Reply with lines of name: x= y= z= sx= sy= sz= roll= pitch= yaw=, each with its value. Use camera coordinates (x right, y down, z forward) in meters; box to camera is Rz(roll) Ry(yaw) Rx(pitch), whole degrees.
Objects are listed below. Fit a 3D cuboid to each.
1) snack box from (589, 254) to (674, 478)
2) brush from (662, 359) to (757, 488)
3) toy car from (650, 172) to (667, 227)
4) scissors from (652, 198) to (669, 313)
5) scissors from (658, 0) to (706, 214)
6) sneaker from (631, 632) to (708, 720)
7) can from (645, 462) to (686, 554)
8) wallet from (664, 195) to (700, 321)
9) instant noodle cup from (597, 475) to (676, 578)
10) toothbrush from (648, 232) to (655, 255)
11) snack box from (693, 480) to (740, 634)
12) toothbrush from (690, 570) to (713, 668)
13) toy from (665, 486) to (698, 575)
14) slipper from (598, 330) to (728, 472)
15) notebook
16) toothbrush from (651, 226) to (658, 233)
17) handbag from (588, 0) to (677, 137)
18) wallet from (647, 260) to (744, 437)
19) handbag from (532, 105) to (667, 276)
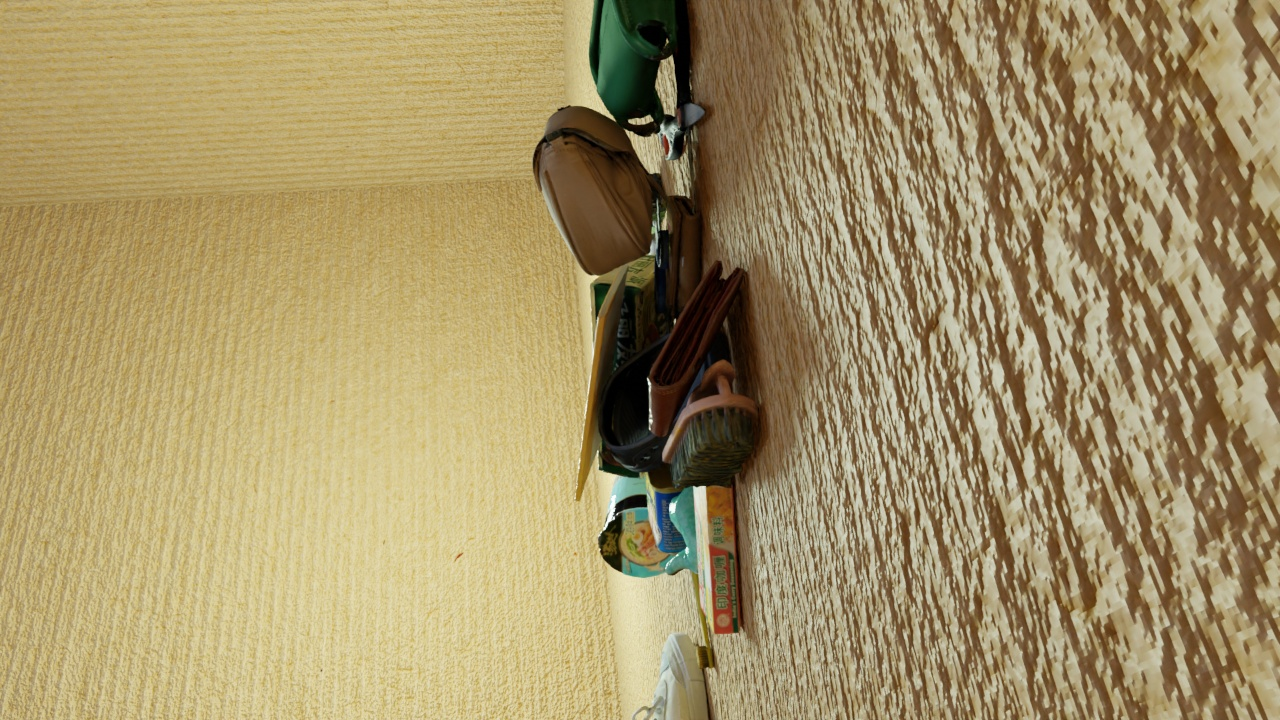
snack box: x=-0.006 y=0.006 z=1.066 sx=0.114 sy=0.063 sz=0.240 roll=-46 pitch=-41 yaw=-59
brush: x=0.056 y=0.054 z=0.736 sx=0.146 sy=0.063 sz=0.073 roll=102 pitch=166 yaw=-66
toy car: x=0.006 y=-0.195 z=1.098 sx=0.091 sy=0.043 sz=0.036 roll=-100 pitch=8 yaw=-45
scissors: x=0.020 y=-0.122 z=0.921 sx=0.140 sy=0.012 sz=0.170 roll=98 pitch=173 yaw=-65
scissors: x=0.037 y=-0.244 z=0.888 sx=0.221 sy=0.021 sz=0.234 roll=133 pitch=133 yaw=-82
sneaker: x=0.035 y=0.432 z=1.054 sx=0.090 sy=0.090 sz=0.241 roll=93 pitch=171 yaw=-45
can: x=0.036 y=0.154 z=1.012 sx=0.102 sy=0.057 sz=0.083 roll=-112 pitch=17 yaw=-70
wallet: x=0.041 y=-0.100 z=0.919 sx=0.090 sy=0.033 sz=0.115 roll=-106 pitch=16 yaw=-65
instant noodle cup: x=0.004 y=0.196 z=1.173 sx=0.120 sy=0.111 sz=0.111 roll=-89 pitch=-2 yaw=-61
toothbrush: x=0.022 y=-0.054 z=1.128 sx=0.026 sy=0.026 sz=0.221 roll=-61 pitch=-23 yaw=-51
snack box: x=0.069 y=0.164 z=0.847 sx=0.077 sy=0.027 sz=0.156 roll=-145 pitch=51 yaw=-83
toothbrush: x=0.060 y=0.251 z=1.036 sx=0.016 sy=0.016 sz=0.189 roll=98 pitch=167 yaw=-61
toy: x=0.051 y=0.175 z=0.924 sx=0.097 sy=0.030 sz=0.091 roll=-44 pitch=52 yaw=35
slipper: x=0.002 y=0.037 z=0.899 sx=0.269 sy=0.083 sz=0.110 roll=133 pitch=131 yaw=-61
notebook: x=-0.040 y=0.020 z=0.936 sx=0.145 sy=0.010 sz=0.207 roll=-72 pitch=-8 yaw=-64
toothbrush: x=0.006 y=-0.128 z=1.227 sx=0.027 sy=0.026 sz=0.225 roll=58 pitch=161 yaw=26
handbag: x=-0.002 y=-0.296 z=0.878 sx=0.132 sy=0.068 sz=0.120 roll=110 pitch=146 yaw=-61
wallet: x=0.040 y=-0.008 z=0.730 sx=0.124 sy=0.032 sz=0.101 roll=-61 pitch=-8 yaw=-20
handbag: x=-0.038 y=-0.170 z=0.883 sx=0.148 sy=0.100 sz=0.204 roll=61 pitch=-170 yaw=-21
